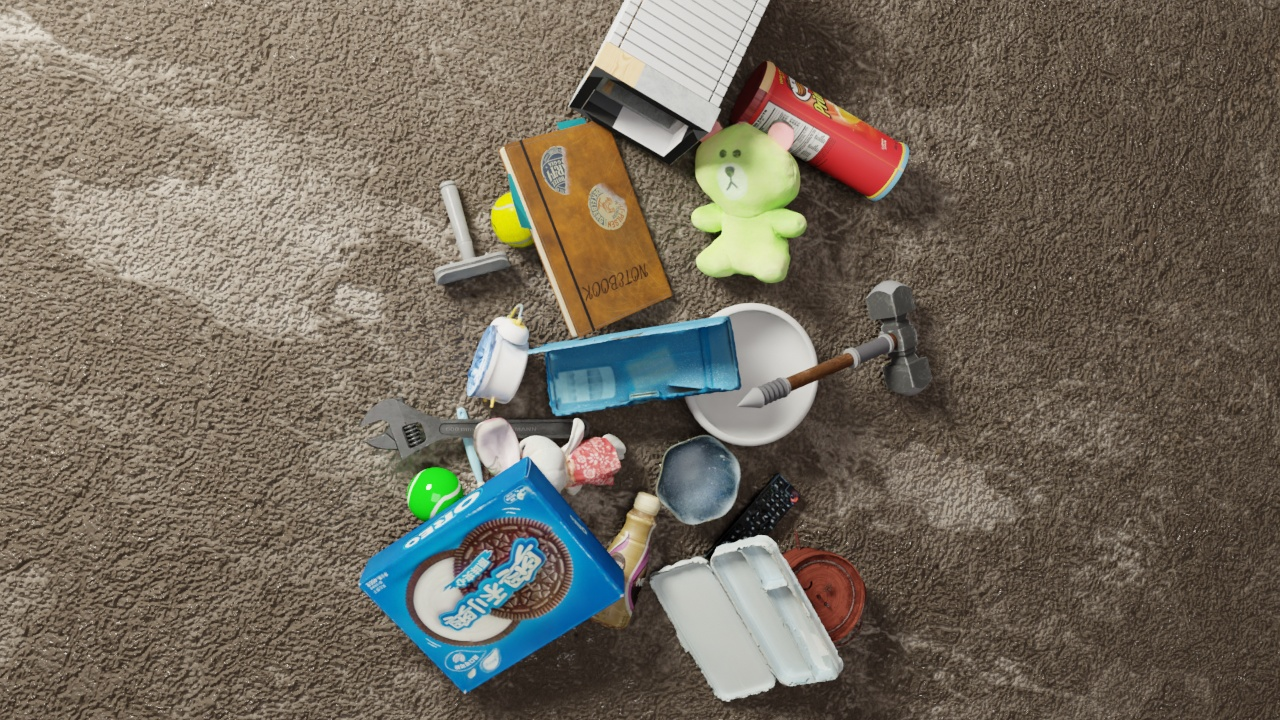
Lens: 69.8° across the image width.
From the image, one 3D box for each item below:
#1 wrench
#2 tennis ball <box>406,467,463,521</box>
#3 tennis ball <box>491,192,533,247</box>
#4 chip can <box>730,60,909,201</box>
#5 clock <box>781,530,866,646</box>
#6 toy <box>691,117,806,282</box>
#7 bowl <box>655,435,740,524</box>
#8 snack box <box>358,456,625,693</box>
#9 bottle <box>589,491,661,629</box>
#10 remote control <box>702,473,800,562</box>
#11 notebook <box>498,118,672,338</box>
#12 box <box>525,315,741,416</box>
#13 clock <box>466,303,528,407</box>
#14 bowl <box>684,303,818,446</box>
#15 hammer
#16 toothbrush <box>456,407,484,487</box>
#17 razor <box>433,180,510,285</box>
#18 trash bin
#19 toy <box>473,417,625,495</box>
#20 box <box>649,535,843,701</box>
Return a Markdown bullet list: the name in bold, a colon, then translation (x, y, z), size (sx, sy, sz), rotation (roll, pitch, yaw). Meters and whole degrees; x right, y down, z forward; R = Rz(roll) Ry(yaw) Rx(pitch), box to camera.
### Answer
- **wrench**: translation (-0.192, 0.080, 1.096), size (0.272, 0.018, 0.073), rotation (1, 92, -21)
- **tennis ball**: translation (-0.241, 0.158, 1.077), size (0.065, 0.065, 0.065), rotation (-1, 93, -13)
- **tennis ball**: translation (-0.143, -0.167, 1.084), size (0.065, 0.065, 0.065), rotation (-1, 93, -13)
- **chip can**: translation (0.225, -0.286, 1.153), size (0.213, 0.087, 0.087), rotation (26, 87, -14)
- **clock**: translation (0.230, 0.310, 1.190), size (0.120, 0.072, 0.157), rotation (-46, 100, -7)
- **toy**: translation (0.135, -0.196, 1.128), size (0.150, 0.107, 0.197), rotation (9, 94, 30)
- **bowl**: translation (0.067, 0.147, 1.153), size (0.110, 0.055, 0.110), rotation (-1, 93, -14)
- **snack box**: translation (-0.167, 0.251, 1.056), size (0.239, 0.056, 0.195), rotation (-34, 110, 8)
- **bottle**: translation (-0.017, 0.245, 1.137), size (0.059, 0.060, 0.166), rotation (21, 86, -13)
- **remote control**: translation (0.143, 0.215, 1.193), size (0.047, 0.022, 0.150), rotation (45, 81, -11)
- **notebook**: translation (-0.068, -0.166, 1.089), size (0.178, 0.014, 0.249), rotation (-27, 99, -38)
- **box**: translation (-0.007, 0.005, 1.058), size (0.232, 0.111, 0.094), rotation (-8, 86, 10)
- **clock**: translation (-0.163, -0.008, 1.076), size (0.052, 0.089, 0.125), rotation (19, 90, -19)
- **bowl**: translation (0.131, 0.017, 1.155), size (0.176, 0.066, 0.176), rotation (-1, 93, -13)
- **hammer**: translation (0.236, 0.008, 1.130), size (0.321, 0.043, 0.156), rotation (-19, 97, -35)
- **toothbrush**: translation (-0.198, 0.132, 1.112), size (0.022, 0.016, 0.155), rotation (-14, 95, -2)
- **razor**: translation (-0.213, -0.155, 1.084), size (0.088, 0.047, 0.116), rotation (-16, 88, -12)
- **trash bin**: translation (0.046, -0.386, 1.065), size (0.142, 0.143, 0.246), rotation (27, 81, -13)
- **toy**: translation (-0.105, 0.125, 1.090), size (0.194, 0.084, 0.159), rotation (-14, 121, -23)
- **box**: translation (0.131, 0.326, 1.145), size (0.192, 0.045, 0.209), rotation (-27, 99, 29)
